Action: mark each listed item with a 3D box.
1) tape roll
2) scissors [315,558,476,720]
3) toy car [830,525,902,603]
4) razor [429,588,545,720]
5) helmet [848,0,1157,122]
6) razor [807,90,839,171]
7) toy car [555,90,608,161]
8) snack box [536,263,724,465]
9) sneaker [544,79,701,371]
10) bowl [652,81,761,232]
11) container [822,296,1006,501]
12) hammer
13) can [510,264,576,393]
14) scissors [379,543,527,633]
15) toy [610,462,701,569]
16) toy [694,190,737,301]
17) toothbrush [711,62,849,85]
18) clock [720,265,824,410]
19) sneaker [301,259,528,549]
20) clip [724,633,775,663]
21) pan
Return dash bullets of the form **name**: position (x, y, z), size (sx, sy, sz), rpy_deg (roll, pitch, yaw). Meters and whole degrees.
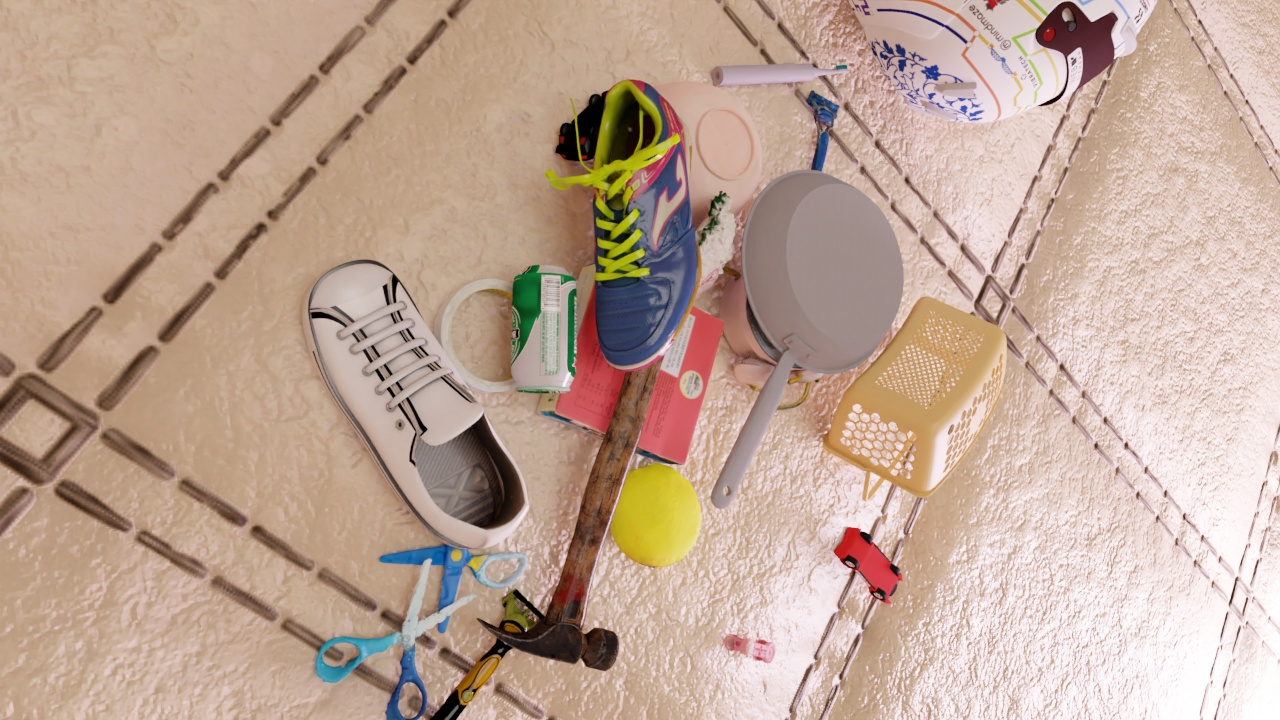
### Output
- **tape roll**: position (-0.124, -0.020, 0.761), size (0.094, 0.019, 0.094), rpy_deg (3, 84, -32)
- **scissors**: position (-0.177, 0.222, 0.705), size (0.129, 0.014, 0.119), rpy_deg (-31, 104, -25)
- **toy car**: position (0.242, 0.216, 0.971), size (0.089, 0.025, 0.038), rpy_deg (48, 63, -21)
- **razor**: position (-0.131, 0.253, 0.734), size (0.044, 0.021, 0.143), rpy_deg (49, 65, -19)
- **helmet**: position (0.371, -0.372, 0.983), size (0.314, 0.231, 0.236), rpy_deg (32, 101, -22)
- **razor**: position (0.191, -0.218, 0.980), size (0.043, 0.018, 0.140), rpy_deg (17, 77, -31)
- **toy car**: position (-0.036, -0.209, 0.822), size (0.091, 0.042, 0.036), rpy_deg (-51, 134, -25)
- **snack box**: position (-0.005, 0.005, 0.823), size (0.145, 0.040, 0.142), rpy_deg (25, 73, -29)
- **sneaker**: position (-0.014, -0.114, 0.750), size (0.091, 0.116, 0.241), rpy_deg (34, 55, -62)
- **bowl**: position (0.058, -0.195, 0.860), size (0.152, 0.076, 0.153), rpy_deg (3, 85, -32)
- **container**: position (0.292, 0.050, 0.962), size (0.183, 0.129, 0.167), rpy_deg (-46, 149, -28)
- **hammer**: position (-0.030, 0.084, 0.763), size (0.120, 0.033, 0.330), rpy_deg (22, 80, -28)
- **can**: position (-0.078, -0.025, 0.746), size (0.053, 0.053, 0.101), rpy_deg (4, 83, -32)
- **scissors**: position (-0.146, 0.155, 0.738), size (0.130, 0.014, 0.125), rpy_deg (16, 77, -28)
- **toy**: position (0.014, 0.139, 0.823), size (0.095, 0.041, 0.094), rpy_deg (11, 75, -31)
- **toy**: position (0.062, -0.092, 0.841), size (0.041, 0.109, 0.095), rpy_deg (29, 71, 11)
- **toothbrush**: position (0.152, -0.302, 0.963), size (0.187, 0.018, 0.019), rpy_deg (-13, 95, -33)
- **clock**: position (0.138, -0.030, 0.906), size (0.116, 0.059, 0.158), rpy_deg (-13, 93, -32)
- **sneaker**: position (-0.161, 0.035, 0.682), size (0.091, 0.097, 0.245), rpy_deg (-30, 97, -32)
- **clip**: position (0.110, 0.275, 0.876), size (0.060, 0.045, 0.023), rpy_deg (22, 77, -15)
- **pan**: position (0.150, -0.022, 0.856), size (0.200, 0.051, 0.355), rpy_deg (36, 66, -25)
